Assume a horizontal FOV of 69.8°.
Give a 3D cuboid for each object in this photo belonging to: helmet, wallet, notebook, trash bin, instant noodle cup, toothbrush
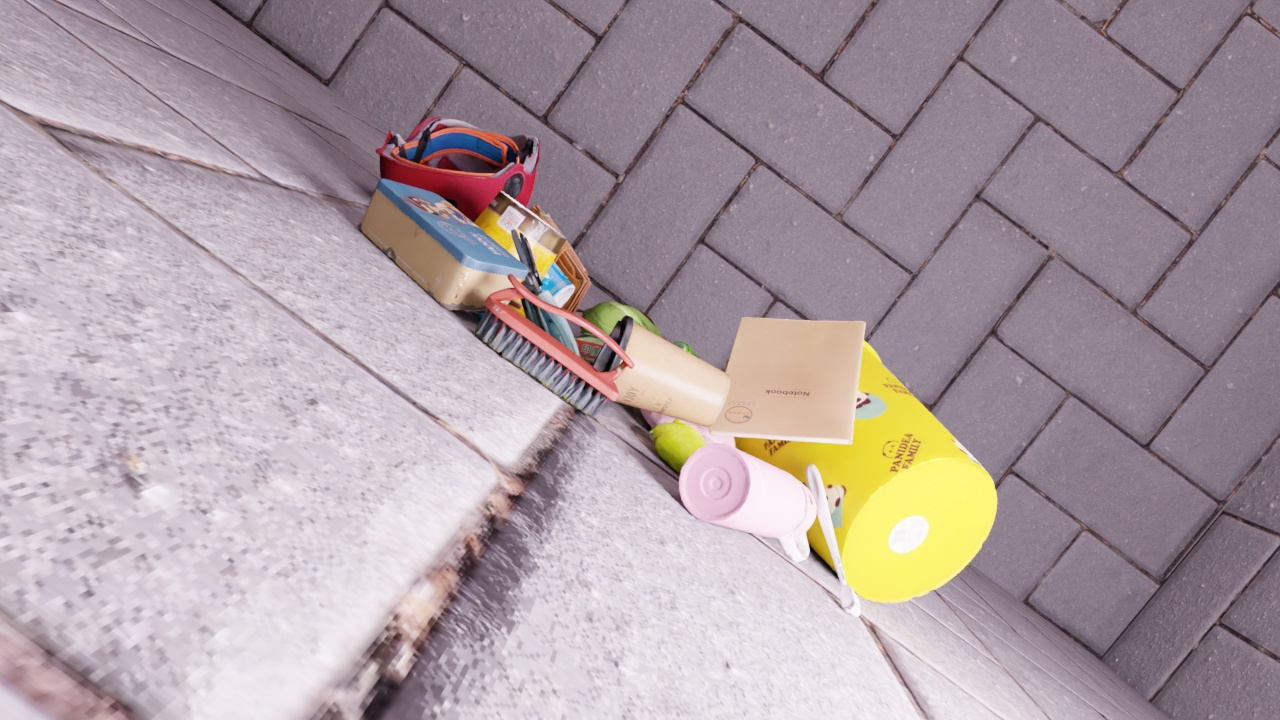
[{"bbox_3d":[-0.250,-0.232,1.245,0.207,0.144,0.239,16,30,15],"label":"helmet"},{"bbox_3d":[-0.115,-0.131,1.210,0.130,0.035,0.119,55,-34,14],"label":"wallet"},{"bbox_3d":[0.166,0.016,1.012,0.148,0.008,0.207,3,38,17],"label":"notebook"},{"bbox_3d":[0.244,0.120,1.036,0.229,0.230,0.255,34,11,-32],"label":"trash bin"},{"bbox_3d":[-0.154,-0.120,1.047,0.118,0.114,0.118,36,6,-4],"label":"instant noodle cup"},{"bbox_3d":[0.183,0.167,0.880,0.016,0.016,0.179,44,24,-33],"label":"toothbrush"},{"bbox_3d":[-0.146,-0.105,1.160,0.110,0.099,0.099,45,5,4],"label":"instant noodle cup"}]

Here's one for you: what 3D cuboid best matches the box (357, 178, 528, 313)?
[{"bbox_3d":[-0.191,-0.108,0.897,0.184,0.061,0.089,37,18,28],"label":"box"}]

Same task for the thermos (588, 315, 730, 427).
[{"bbox_3d":[0.016,0.016,0.948,0.143,0.093,0.093,23,7,-9],"label":"thermos"}]

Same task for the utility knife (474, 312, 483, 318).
[{"bbox_3d":[-0.158,-0.053,0.927,0.218,0.018,0.034,38,20,22],"label":"utility knife"}]

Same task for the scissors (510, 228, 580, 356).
[{"bbox_3d":[-0.109,-0.067,0.941,0.143,0.019,0.180,34,-31,56],"label":"scissors"}]

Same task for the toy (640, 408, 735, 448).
[{"bbox_3d":[0.063,0.081,1.007,0.121,0.054,0.159,21,15,-34],"label":"toy"}]

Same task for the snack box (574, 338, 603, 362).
[{"bbox_3d":[-0.006,0.006,1.063,0.156,0.027,0.077,12,-5,21],"label":"snack box"}]

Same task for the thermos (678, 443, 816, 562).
[{"bbox_3d":[0.106,0.132,0.823,0.198,0.067,0.087,32,38,-58],"label":"thermos"}]

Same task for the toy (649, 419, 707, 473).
[{"bbox_3d":[0.053,0.095,0.897,0.100,0.031,0.096,32,24,-4],"label":"toy"}]

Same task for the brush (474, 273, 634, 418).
[{"bbox_3d":[-0.079,-0.015,0.834,0.146,0.069,0.063,36,4,-8],"label":"brush"}]

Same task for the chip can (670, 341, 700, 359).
[{"bbox_3d":[0.097,0.064,1.163,0.221,0.072,0.072,42,2,-25],"label":"chip can"}]

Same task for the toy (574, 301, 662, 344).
[{"bbox_3d":[-0.027,-0.036,1.323,0.227,0.090,0.246,27,0,4],"label":"toy"}]
